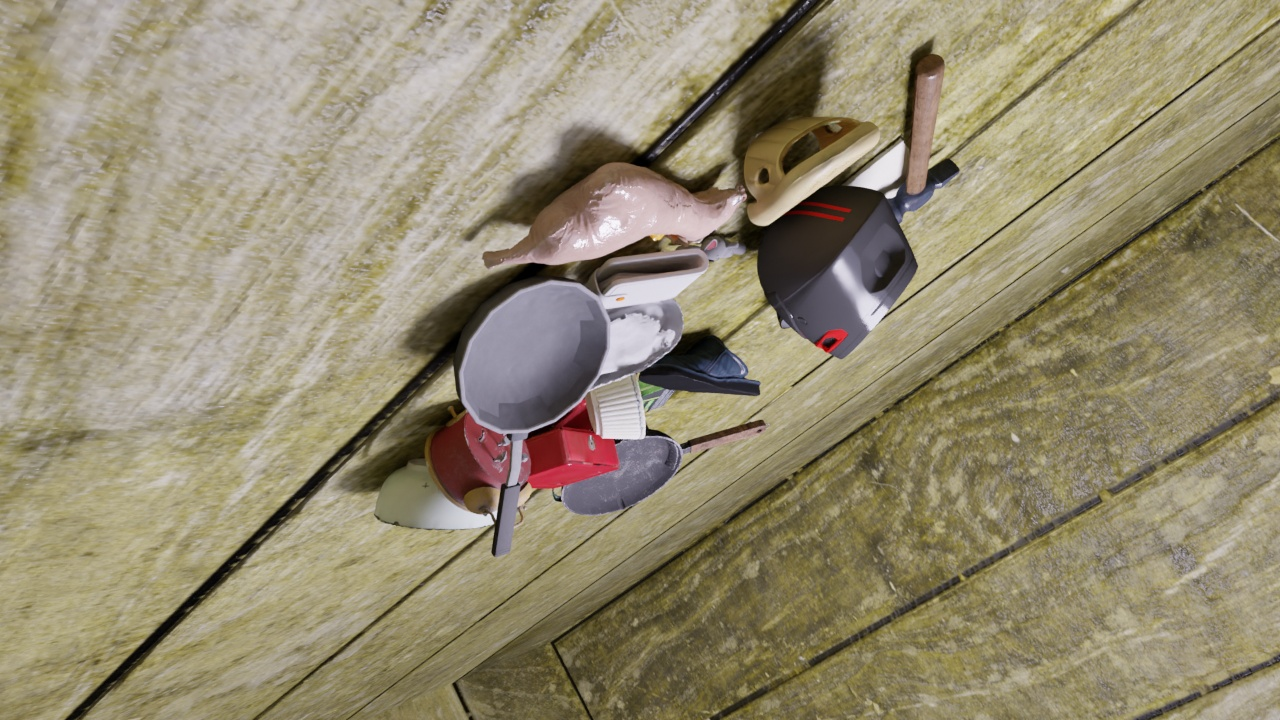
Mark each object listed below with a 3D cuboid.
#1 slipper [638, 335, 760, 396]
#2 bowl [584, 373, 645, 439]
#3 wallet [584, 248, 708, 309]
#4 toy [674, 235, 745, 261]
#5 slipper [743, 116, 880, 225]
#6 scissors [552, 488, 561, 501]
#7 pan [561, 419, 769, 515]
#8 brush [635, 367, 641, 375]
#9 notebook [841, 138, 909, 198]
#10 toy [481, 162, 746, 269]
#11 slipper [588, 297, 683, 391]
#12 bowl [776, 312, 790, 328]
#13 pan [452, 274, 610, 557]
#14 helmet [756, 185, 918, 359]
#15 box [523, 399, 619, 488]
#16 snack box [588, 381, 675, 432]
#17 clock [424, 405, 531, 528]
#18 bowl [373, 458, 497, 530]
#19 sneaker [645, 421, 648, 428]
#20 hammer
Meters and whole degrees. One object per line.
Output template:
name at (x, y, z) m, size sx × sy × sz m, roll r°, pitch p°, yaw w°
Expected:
slipper at (0.092, 0.004, 1.358) m, size 0.109 × 0.083 × 0.265 m, roll 0°, pitch 175°, yaw 37°
bowl at (-0.038, 0.055, 1.232) m, size 0.062 × 0.115 × 0.115 m, roll -12°, pitch 158°, yaw -11°
wallet at (-0.002, -0.082, 0.993) m, size 0.118 × 0.037 × 0.115 m, roll -10°, pitch 169°, yaw -24°
toy at (0.084, -0.129, 1.055) m, size 0.049 × 0.030 × 0.111 m, roll -9°, pitch 179°, yaw 34°
slipper at (0.154, -0.200, 0.918) m, size 0.111 × 0.079 × 0.261 m, roll -32°, pitch -179°, yaw -6°
scissors at (-0.068, 0.169, 1.457) m, size 0.209 × 0.015 × 0.142 m, roll -13°, pitch 133°, yaw -5°
pan at (0.039, 0.148, 1.450) m, size 0.356 × 0.040 × 0.208 m, roll -18°, pitch 144°, yaw -15°
brush at (-0.008, 0.008, 1.296) m, size 0.038 × 0.012 × 0.151 m, roll -26°, pitch 162°, yaw -18°
notebook at (0.306, -0.215, 1.216) m, size 0.153 × 0.012 × 0.208 m, roll -38°, pitch 161°, yaw 21°
toy at (-0.012, -0.130, 0.874) m, size 0.196 × 0.065 × 0.264 m, roll -26°, pitch 172°, yaw 21°
slipper at (-0.055, -0.011, 1.078) m, size 0.246 × 0.074 × 0.112 m, roll -26°, pitch 131°, yaw -22°
bowl at (0.243, -0.099, 1.362) m, size 0.114 × 0.045 × 0.114 m, roll -28°, pitch 162°, yaw -10°
pan at (-0.132, 0.067, 0.986) m, size 0.178 × 0.041 × 0.358 m, roll -10°, pitch 125°, yaw -36°
helmet at (0.224, -0.115, 1.090) m, size 0.164 × 0.170 × 0.265 m, roll -52°, pitch 175°, yaw -14°
box at (-0.121, 0.128, 1.280) m, size 0.135 × 0.112 × 0.157 m, roll -33°, pitch 162°, yaw 20°
snack box at (-0.013, 0.063, 1.410) m, size 0.147 × 0.025 × 0.080 m, roll -19°, pitch 158°, yaw -32°
clock at (-0.180, 0.126, 1.097) m, size 0.081 × 0.158 × 0.117 m, roll -33°, pitch 163°, yaw 23°
bowl at (-0.255, 0.165, 1.160) m, size 0.153 × 0.073 × 0.153 m, roll 5°, pitch -179°, yaw 0°
sneaker at (-0.045, 0.176, 1.553) m, size 0.128 × 0.096 × 0.263 m, roll -19°, pitch 152°, yaw -10°
hammer at (0.331, -0.258, 1.078) m, size 0.129 × 0.040 × 0.322 m, roll -36°, pitch 159°, yaw 1°
